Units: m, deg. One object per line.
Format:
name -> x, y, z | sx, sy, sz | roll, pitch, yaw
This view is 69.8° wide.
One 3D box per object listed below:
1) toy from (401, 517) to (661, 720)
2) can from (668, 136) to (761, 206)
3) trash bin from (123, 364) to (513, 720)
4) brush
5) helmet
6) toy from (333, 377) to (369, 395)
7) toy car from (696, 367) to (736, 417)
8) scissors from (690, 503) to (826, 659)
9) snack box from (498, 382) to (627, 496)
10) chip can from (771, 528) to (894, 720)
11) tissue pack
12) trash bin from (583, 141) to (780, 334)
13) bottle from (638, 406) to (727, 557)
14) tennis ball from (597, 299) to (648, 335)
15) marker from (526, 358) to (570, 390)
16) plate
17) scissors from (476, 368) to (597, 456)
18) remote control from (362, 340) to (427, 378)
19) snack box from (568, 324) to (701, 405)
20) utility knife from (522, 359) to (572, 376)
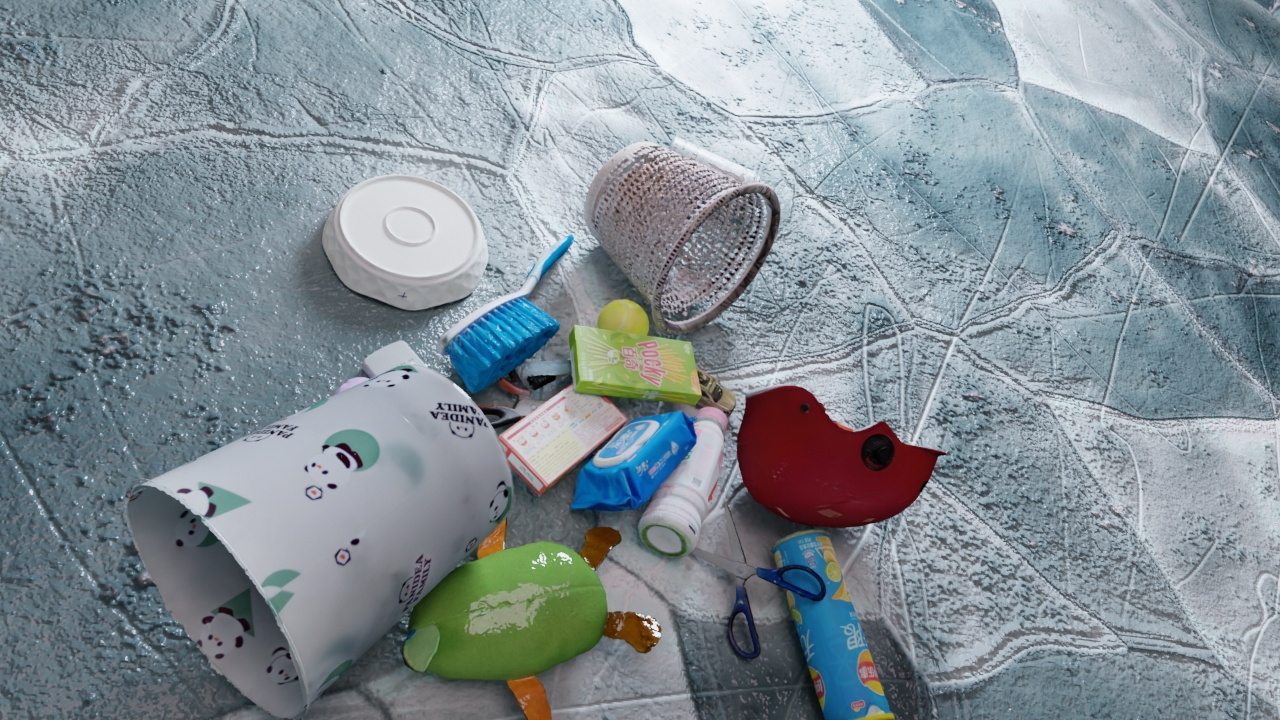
toy -> -0.113, 0.244, 0.897 | 0.246, 0.090, 0.226 | -7, 58, -22
can -> 0.106, -0.285, 1.396 | 0.146, 0.058, 0.058 | 23, 50, -4
trash bin -> -0.263, 0.138, 0.801 | 0.229, 0.230, 0.251 | 42, 46, 11
brush -> -0.137, -0.071, 1.127 | 0.109, 0.061, 0.313 | 38, 41, 12
helmet -> 0.217, 0.125, 1.061 | 0.240, 0.207, 0.144 | 22, 85, -4
toy -> -0.306, 0.062, 0.984 | 0.084, 0.039, 0.107 | 25, 48, -3
toy car -> 0.081, 0.038, 1.163 | 0.090, 0.035, 0.042 | 31, 51, -1
scissors -> 0.120, 0.241, 1.005 | 0.176, 0.012, 0.162 | 4, 74, 19
snack box -> -0.087, 0.082, 1.038 | 0.077, 0.027, 0.155 | 46, 43, 7
chip can -> 0.205, 0.293, 0.999 | 0.071, 0.071, 0.210 | 0, 56, -22
tissue pack -> -0.007, 0.112, 1.029 | 0.156, 0.095, 0.052 | -44, 111, -39
trash bin -> 0.039, -0.178, 1.206 | 0.226, 0.228, 0.192 | -28, 57, -35
bottle -> 0.058, 0.133, 1.064 | 0.068, 0.068, 0.196 | 28, 46, -1
tennis ball -> -0.022, -0.045, 1.161 | 0.065, 0.066, 0.065 | 11, 52, -15
marker -> -0.088, 0.005, 1.116 | 0.022, 0.018, 0.130 | 43, 41, 17
plate -> -0.290, -0.157, 1.150 | 0.204, 0.046, 0.204 | 11, 52, -14
scissors -> -0.145, 0.050, 1.060 | 0.226, 0.015, 0.188 | 42, 41, 11
remote control -> -0.248, 0.041, 1.035 | 0.150, 0.021, 0.058 | 45, 51, 14
snack box -> -0.007, 0.006, 1.104 | 0.156, 0.026, 0.085 | 8, 50, -20
utility knife -> -0.048, 0.008, 1.118 | 0.218, 0.015, 0.033 | -2, 63, -36
